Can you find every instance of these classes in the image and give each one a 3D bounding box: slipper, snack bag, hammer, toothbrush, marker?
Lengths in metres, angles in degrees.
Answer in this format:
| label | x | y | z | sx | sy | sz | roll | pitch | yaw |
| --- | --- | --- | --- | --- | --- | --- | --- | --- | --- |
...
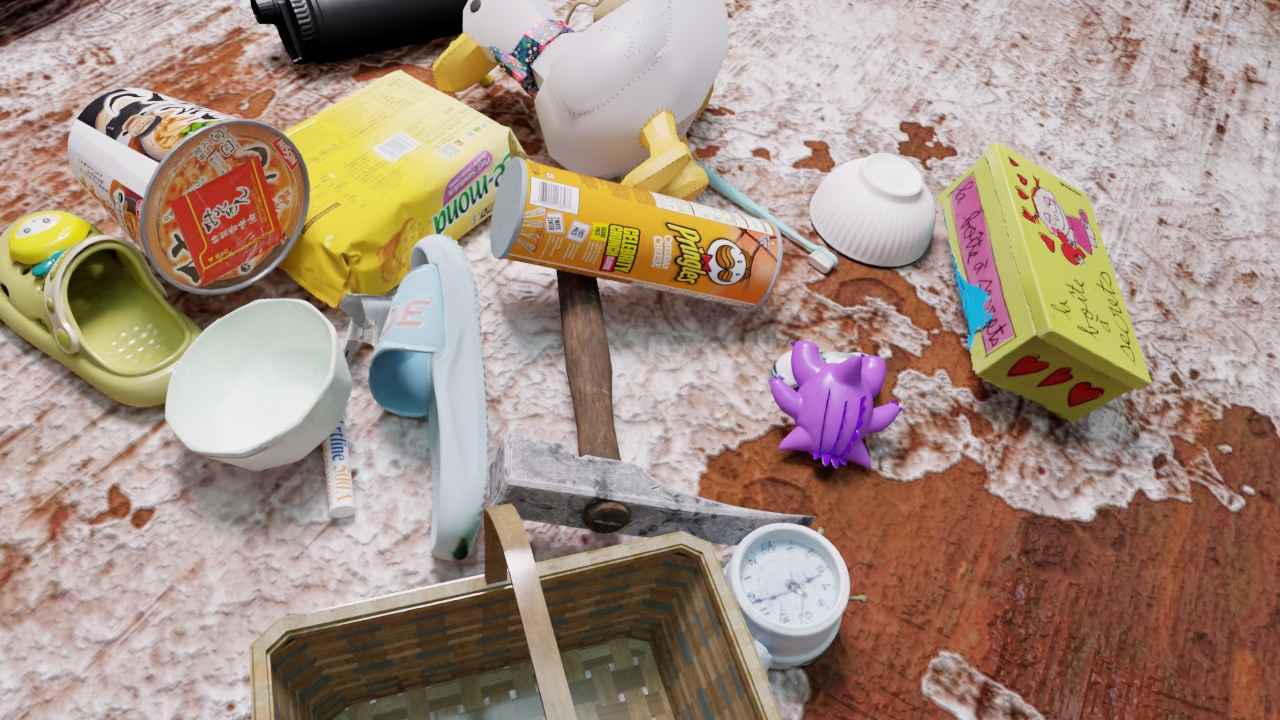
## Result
| label | x | y | z | sx | sy | sz | roll | pitch | yaw |
| --- | --- | --- | --- | --- | --- | --- | --- | --- | --- |
| slipper | -0.144 | 0.016 | 0.615 | 0.074 | 0.104 | 0.245 | 0 | 56 | -17 |
| snack bag | -0.218 | -0.149 | 0.751 | 0.159 | 0.068 | 0.246 | 33 | 53 | 13 |
| slipper | -0.378 | -0.046 | 0.627 | 0.190 | 0.082 | 0.091 | 37 | 56 | 14 |
| hammer | -0.004 | 0.004 | 0.684 | 0.217 | 0.037 | 0.300 | 12 | 41 | -21 |
| toothbrush | 0.106 | -0.137 | 0.845 | 0.180 | 0.016 | 0.016 | 40 | 63 | 19 |
| marker | -0.212 | 0.041 | 0.632 | 0.017 | 0.017 | 0.145 | -7 | 54 | -18 |

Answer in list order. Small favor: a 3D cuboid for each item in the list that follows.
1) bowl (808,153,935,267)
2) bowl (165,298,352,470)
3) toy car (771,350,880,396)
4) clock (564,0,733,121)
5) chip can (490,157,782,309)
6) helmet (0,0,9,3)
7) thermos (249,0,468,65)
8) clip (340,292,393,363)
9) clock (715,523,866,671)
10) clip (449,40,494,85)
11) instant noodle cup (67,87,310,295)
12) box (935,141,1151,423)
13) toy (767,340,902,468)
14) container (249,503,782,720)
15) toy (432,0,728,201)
| label | x | y | z | sx | sy | sz | roll | pitch | yaw |
| --- | --- | --- | --- | --- | --- | --- | --- | --- | --- |
| bowl | 0.222 | -0.149 | 0.849 | 0.118 | 0.062 | 0.117 | 6 | 51 | -7 |
| bowl | -0.240 | 0.022 | 0.603 | 0.117 | 0.061 | 0.117 | -6 | 58 | 10 |
| toy car | 0.149 | 0.010 | 0.729 | 0.089 | 0.027 | 0.038 | 2 | 53 | -11 |
| clock | 0.002 | -0.300 | 0.888 | 0.159 | 0.117 | 0.081 | 19 | 46 | -5 |
| chip can | -0.001 | -0.094 | 0.707 | 0.214 | 0.075 | 0.075 | 9 | 49 | -24 |
| helmet | -0.600 | -0.427 | 0.769 | 0.233 | 0.254 | 0.233 | 0 | 53 | -44 |
| thermos | -0.266 | -0.340 | 0.883 | 0.198 | 0.086 | 0.086 | -25 | 61 | -28 |
| clip | -0.190 | -0.020 | 0.664 | 0.046 | 0.101 | 0.056 | 6 | 94 | 0 |
| clock | 0.078 | 0.153 | 0.580 | 0.117 | 0.057 | 0.083 | -19 | 58 | -17 |
| clip | -0.175 | -0.289 | 0.899 | 0.054 | 0.044 | 0.049 | 41 | 30 | 18 |
| instant noodle cup | -0.319 | -0.127 | 0.634 | 0.122 | 0.124 | 0.123 | 29 | 51 | 24 |
| box | 0.335 | -0.068 | 0.777 | 0.124 | 0.082 | 0.220 | 24 | 46 | -20 |
| toy | 0.145 | 0.034 | 0.682 | 0.106 | 0.056 | 0.088 | 12 | 90 | -6 |
| container | -0.056 | 0.171 | 0.451 | 0.249 | 0.187 | 0.157 | -9 | 54 | -18 |
| toy | -0.039 | -0.248 | 0.792 | 0.247 | 0.140 | 0.267 | -35 | 78 | 10 |
